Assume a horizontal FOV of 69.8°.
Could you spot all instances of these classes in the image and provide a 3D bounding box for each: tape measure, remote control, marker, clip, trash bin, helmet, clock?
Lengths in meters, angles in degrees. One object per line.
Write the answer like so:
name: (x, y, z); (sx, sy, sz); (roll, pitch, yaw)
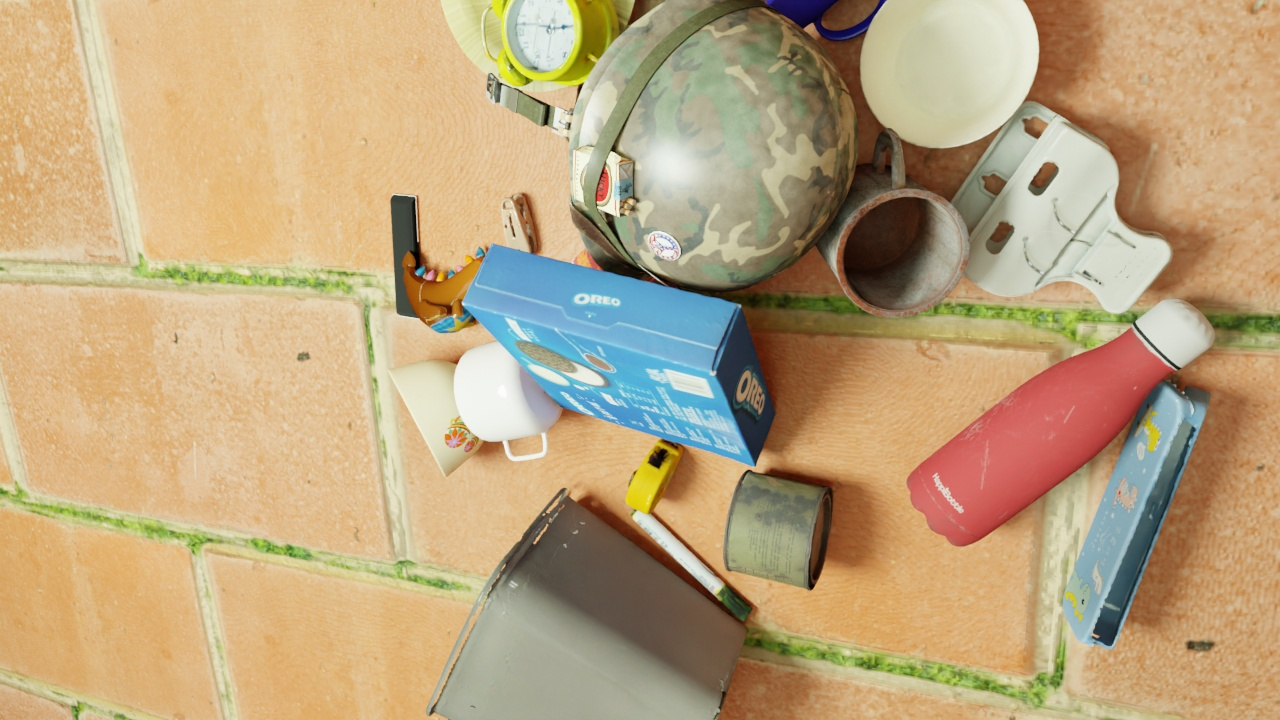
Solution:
tape measure: (0.008, 0.111, 0.842); (0.030, 0.058, 0.068); (28, 116, 14)
remote control: (-0.233, -0.102, 0.911); (0.028, 0.011, 0.124); (9, 110, 22)
marker: (0.048, 0.192, 0.873); (0.146, 0.017, 0.017); (42, 118, 7)
clip: (-0.113, -0.122, 0.840); (0.026, 0.049, 0.061); (4, 80, 23)
trash bin: (-0.040, 0.274, 0.850); (0.220, 0.197, 0.198); (29, 116, 6)
helmet: (0.031, -0.152, 0.649); (0.236, 0.192, 0.225); (51, 133, 21)
clock: (-0.075, -0.258, 0.723); (0.119, 0.056, 0.083); (8, 110, 29)
clip: (0.293, -0.093, 0.643); (0.150, 0.089, 0.126); (41, 121, 19)

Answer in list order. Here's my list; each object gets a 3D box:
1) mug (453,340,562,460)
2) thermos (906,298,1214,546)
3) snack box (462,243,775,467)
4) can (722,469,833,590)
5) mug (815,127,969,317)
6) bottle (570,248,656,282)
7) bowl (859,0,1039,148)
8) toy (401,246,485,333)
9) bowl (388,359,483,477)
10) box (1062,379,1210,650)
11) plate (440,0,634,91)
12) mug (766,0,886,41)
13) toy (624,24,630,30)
mug: (-0.117, 0.036, 0.853); (0.068, 0.094, 0.115); (-12, 93, 26)
thermos: (0.307, 0.045, 0.677); (0.073, 0.073, 0.240); (46, 118, 5)
snack box: (-0.004, 0.004, 0.727); (0.196, 0.239, 0.056); (16, 74, 19)
can: (0.120, 0.144, 0.784); (0.075, 0.089, 0.090); (9, 110, 21)
mug: (0.174, -0.105, 0.656); (0.096, 0.110, 0.123); (-4, 112, -4)
bottle: (-0.035, -0.069, 0.804); (0.138, 0.061, 0.062); (-37, 89, 30)
bowl: (0.217, -0.210, 0.643); (0.115, 0.062, 0.115); (7, 109, 22)
toy: (-0.182, -0.079, 0.879); (0.090, 0.070, 0.103); (-38, 74, 12)
bowl: (-0.184, 0.044, 0.894); (0.074, 0.118, 0.118); (-28, 94, -14)
box: (0.359, 0.115, 0.681); (0.052, 0.066, 0.210); (19, 113, 26)
plate: (-0.080, -0.319, 0.759); (0.185, 0.036, 0.184); (8, 109, 22)
mug: (0.134, -0.283, 0.657); (0.084, 0.079, 0.111); (-34, 118, 29)
toy: (-0.012, -0.227, 0.759); (0.094, 0.036, 0.094); (-10, 100, 21)
